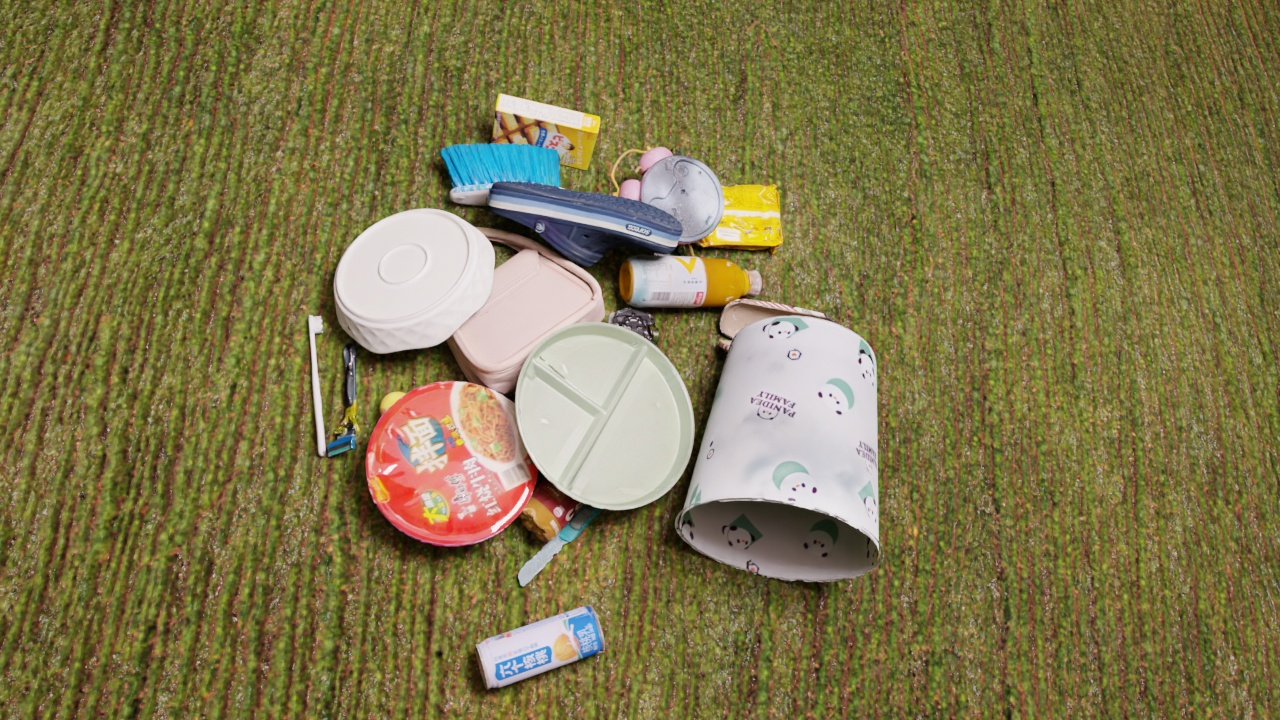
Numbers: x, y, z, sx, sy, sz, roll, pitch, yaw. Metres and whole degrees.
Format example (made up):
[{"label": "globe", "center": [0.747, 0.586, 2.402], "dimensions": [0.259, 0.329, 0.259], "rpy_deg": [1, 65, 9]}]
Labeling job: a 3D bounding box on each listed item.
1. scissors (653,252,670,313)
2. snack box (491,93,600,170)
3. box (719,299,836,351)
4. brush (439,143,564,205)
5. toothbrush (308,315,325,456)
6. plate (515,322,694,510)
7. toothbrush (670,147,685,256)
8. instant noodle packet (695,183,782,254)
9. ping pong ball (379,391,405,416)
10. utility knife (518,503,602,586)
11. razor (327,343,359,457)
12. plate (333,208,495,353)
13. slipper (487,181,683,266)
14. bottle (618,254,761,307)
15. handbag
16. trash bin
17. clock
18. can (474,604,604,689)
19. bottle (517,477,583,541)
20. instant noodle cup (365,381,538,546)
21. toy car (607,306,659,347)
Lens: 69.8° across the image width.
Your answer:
[{"label": "scissors", "center": [0.021, -0.154, 1.242], "dimensions": [0.159, 0.014, 0.180], "rpy_deg": [15, 76, -14]}, {"label": "snack box", "center": [-0.131, -0.310, 1.252], "dimensions": [0.140, 0.087, 0.033], "rpy_deg": [9, 65, -10]}, {"label": "box", "center": [0.185, -0.023, 1.210], "dimensions": [0.162, 0.076, 0.087], "rpy_deg": [10, 37, -12]}, {"label": "brush", "center": [-0.109, -0.236, 1.249], "dimensions": [0.314, 0.061, 0.109], "rpy_deg": [-4, 74, -17]}, {"label": "toothbrush", "center": [-0.381, 0.028, 1.088], "dimensions": [0.016, 0.016, 0.180], "rpy_deg": [-3, 67, -21]}, {"label": "plate", "center": [-0.041, 0.064, 1.076], "dimensions": [0.230, 0.028, 0.229], "rpy_deg": [10, 66, -24]}, {"label": "toothbrush", "center": [0.056, -0.222, 1.300], "dimensions": [0.017, 0.012, 0.185], "rpy_deg": [7, 65, -22]}, {"label": "instant noodle packet", "center": [0.133, -0.201, 1.292], "dimensions": [0.128, 0.044, 0.110], "rpy_deg": [2, 69, -10]}, {"label": "ping pong ball", "center": [-0.287, 0.057, 1.083], "dimensions": [0.040, 0.040, 0.040], "rpy_deg": [5, 66, -11]}, {"label": "utility knife", "center": [-0.067, 0.185, 1.095], "dimensions": [0.029, 0.013, 0.221], "rpy_deg": [39, 64, 13]}, {"label": "razor", "center": [-0.346, 0.045, 1.087], "dimensions": [0.043, 0.022, 0.142], "rpy_deg": [-19, 61, 26]}, {"label": "plate", "center": [-0.279, -0.105, 1.108], "dimensions": [0.205, 0.046, 0.204], "rpy_deg": [-5, 57, 8]}, {"label": "slipper", "center": [-0.076, -0.165, 1.149], "dimensions": [0.253, 0.095, 0.105], "rpy_deg": [14, 19, 12]}, {"label": "bottle", "center": [0.068, -0.103, 1.211], "dimensions": [0.189, 0.068, 0.068], "rpy_deg": [-1, 67, -20]}, {"label": "handbag", "center": [-0.181, -0.083, 1.155], "dimensions": [0.193, 0.094, 0.234], "rpy_deg": [-38, 72, -24]}, {"label": "trash bin", "center": [0.176, 0.101, 1.084], "dimensions": [0.229, 0.230, 0.251], "rpy_deg": [17, 58, -6]}, {"label": "clock", "center": [0.032, -0.219, 1.218], "dimensions": [0.158, 0.060, 0.117], "rpy_deg": [36, 74, -12]}, {"label": "can", "center": [-0.110, 0.315, 1.008], "dimensions": [0.134, 0.053, 0.053], "rpy_deg": [-14, 71, -18]}, {"label": "bottle", "center": [-0.069, 0.136, 1.092], "dimensions": [0.057, 0.058, 0.174], "rpy_deg": [43, 65, 7]}, {"label": "instant noodle cup", "center": [-0.215, 0.124, 1.059], "dimensions": [0.193, 0.066, 0.193], "rpy_deg": [4, 67, -10]}, {"label": "toy car", "center": [-0.007, 0.007, 1.170], "dimensions": [0.071, 0.041, 0.155], "rpy_deg": [0, 69, -13]}]
